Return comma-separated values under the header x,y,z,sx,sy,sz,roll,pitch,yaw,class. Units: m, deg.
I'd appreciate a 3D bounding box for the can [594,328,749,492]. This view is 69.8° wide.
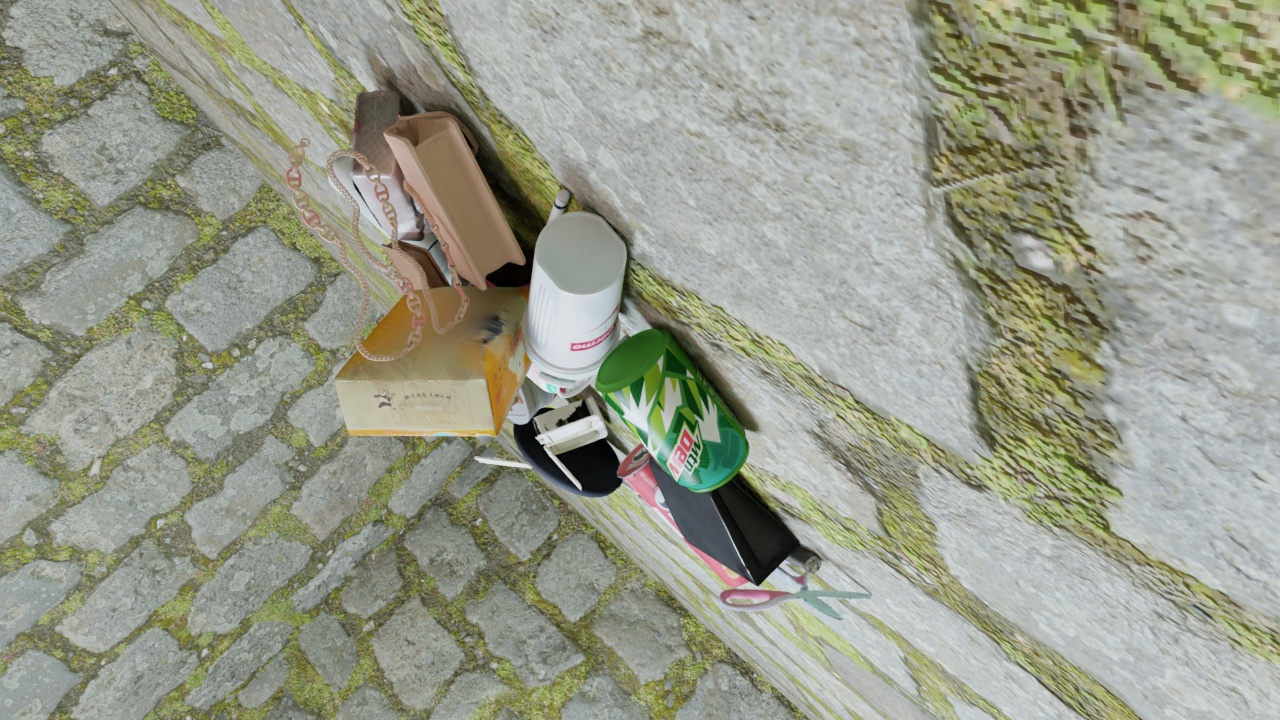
x,y,z,sx,sy,sz,roll,pitch,yaw,class
0.031,0.047,0.841,0.144,0.083,0.083,50,166,-24,can

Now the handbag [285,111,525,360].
x,y,z,sx,sy,sz,roll,pitch,yaw,class
-0.223,-0.130,0.829,0.117,0.187,0.199,26,145,55,handbag

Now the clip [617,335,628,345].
x,y,z,sx,sy,sz,roll,pitch,yaw,class
-0.007,0.004,0.964,0.047,0.023,0.076,41,165,25,clip

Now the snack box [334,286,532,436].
x,y,z,sx,sy,sz,roll,pitch,yaw,class
-0.187,-0.010,0.893,0.194,0.145,0.081,-75,-17,-60,snack box

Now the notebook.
x,y,z,sx,sy,sz,roll,pitch,yaw,class
-0.225,-0.045,1.078,0.169,0.022,0.210,23,146,59,notebook

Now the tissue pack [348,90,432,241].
x,y,z,sx,sy,sz,roll,pitch,yaw,class
-0.248,-0.191,0.956,0.182,0.071,0.103,113,156,-74,tissue pack

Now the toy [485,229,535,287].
x,y,z,sx,sy,sz,roll,pitch,yaw,class
-0.154,-0.113,0.970,0.100,0.063,0.076,25,-163,19,toy

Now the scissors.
x,y,z,sx,sy,sz,roll,pitch,yaw,class
0.180,0.256,1.045,0.173,0.158,0.014,-7,103,24,scissors

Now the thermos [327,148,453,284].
x,y,z,sx,sy,sz,roll,pitch,yaw,class
-0.311,-0.187,1.202,0.230,0.067,0.068,40,166,16,thermos

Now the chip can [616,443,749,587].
x,y,z,sx,sy,sz,roll,pitch,yaw,class
0.072,0.210,1.245,0.233,0.073,0.073,47,167,-14,chip can

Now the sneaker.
x,y,z,sx,sy,sz,roll,pitch,yaw,class
-0.163,-0.040,1.182,0.099,0.089,0.236,2,115,43,sneaker

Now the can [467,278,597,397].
x,y,z,sx,sy,sz,roll,pitch,yaw,class
-0.123,-0.036,1.043,0.166,0.088,0.088,39,166,22,can

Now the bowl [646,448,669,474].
x,y,z,sx,sy,sz,roll,pitch,yaw,class
0.033,0.087,0.953,0.118,0.030,0.117,45,-161,-20,bowl

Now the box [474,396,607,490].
x,y,z,sx,sy,sz,roll,pitch,yaw,class
-0.133,0.146,1.347,0.143,0.194,0.101,71,178,-72,box

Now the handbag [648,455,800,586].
x,y,z,sx,sy,sz,roll,pitch,yaw,class
0.070,0.152,1.099,0.196,0.072,0.176,54,165,-20,handbag

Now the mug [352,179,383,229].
x,y,z,sx,sy,sz,roll,pitch,yaw,class
-0.280,-0.197,1.094,0.105,0.071,0.077,17,160,13,mug

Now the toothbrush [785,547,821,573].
x,y,z,sx,sy,sz,roll,pitch,yaw,class
0.163,0.227,1.129,0.186,0.024,0.022,-171,77,-69,toothbrush

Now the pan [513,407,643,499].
x,y,z,sx,sy,sz,roll,pitch,yaw,class
-0.048,0.185,1.497,0.356,0.021,0.198,32,-156,-7,pan

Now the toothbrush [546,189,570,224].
x,y,z,sx,sy,sz,roll,pitch,yaw,class
-0.077,-0.118,0.823,0.017,0.012,0.187,32,168,-5,toothbrush

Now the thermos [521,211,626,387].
x,y,z,sx,sy,sz,roll,pitch,yaw,class
-0.061,-0.048,0.811,0.099,0.099,0.221,43,163,8,thermos
